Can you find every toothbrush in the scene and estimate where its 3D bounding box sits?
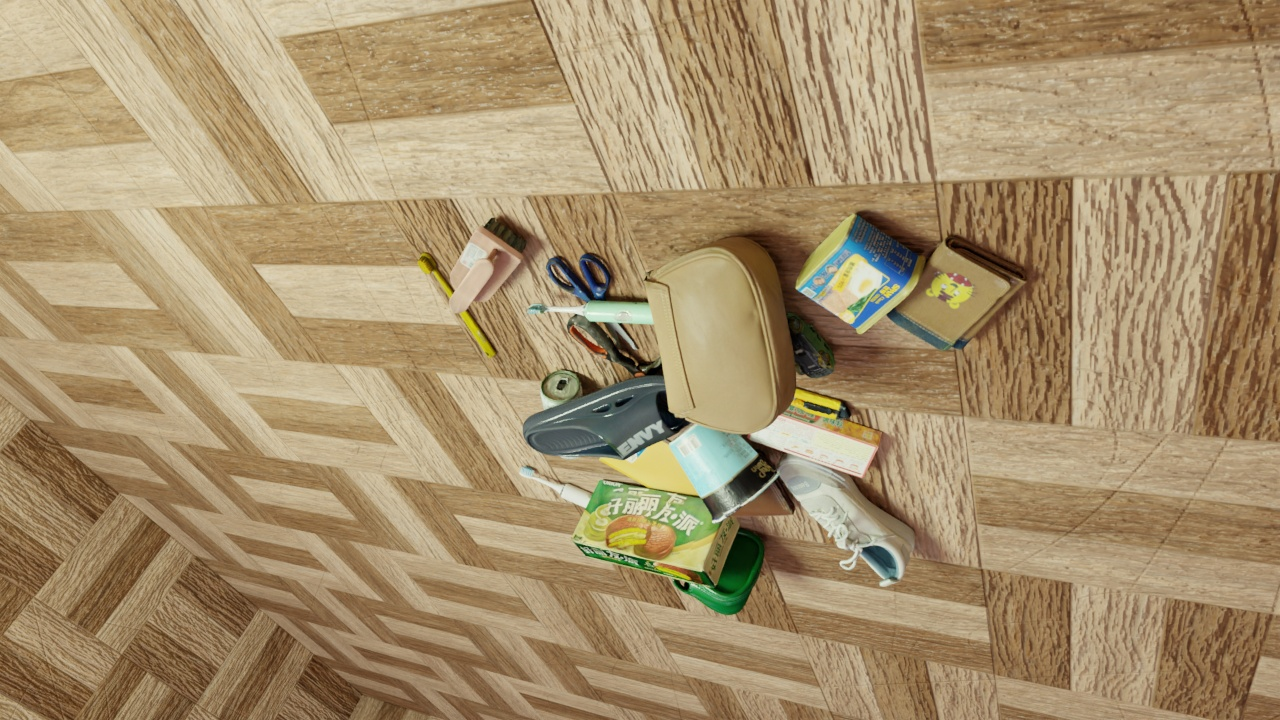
[{"bbox_3d":[-0.248,-0.070,1.243,0.016,0.016,0.190,2,139,31],"label":"toothbrush"},{"bbox_3d":[-0.100,0.227,1.527,0.221,0.026,0.026,23,106,5],"label":"toothbrush"},{"bbox_3d":[-0.032,-0.058,1.097,0.225,0.027,0.026,4,117,20],"label":"toothbrush"}]

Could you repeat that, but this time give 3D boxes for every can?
[{"bbox_3d":[0.213,-0.086,0.902,0.083,0.057,0.102,33,144,-5],"label":"can"},{"bbox_3d":[-0.106,0.079,1.312,0.058,0.058,0.147,15,143,15],"label":"can"}]

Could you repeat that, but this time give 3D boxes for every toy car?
[{"bbox_3d":[0.180,-0.018,1.025,0.091,0.036,0.043,44,143,-21],"label":"toy car"}]

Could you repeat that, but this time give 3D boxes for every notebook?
[{"bbox_3d":[0.050,0.170,1.373,0.206,0.010,0.146,29,145,-5],"label":"notebook"}]

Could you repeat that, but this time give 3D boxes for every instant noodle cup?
[{"bbox_3d":[0.103,0.132,1.200,0.120,0.111,0.111,52,144,5],"label":"instant noodle cup"}]

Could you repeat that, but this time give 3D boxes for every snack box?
[{"bbox_3d":[0.217,0.095,1.157,0.156,0.026,0.077,18,144,10],"label":"snack box"},{"bbox_3d":[0.021,0.262,1.404,0.240,0.114,0.063,6,145,33],"label":"snack box"}]

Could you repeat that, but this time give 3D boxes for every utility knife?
[{"bbox_3d":[0.183,0.046,1.124,0.154,0.015,0.033,16,141,14],"label":"utility knife"}]

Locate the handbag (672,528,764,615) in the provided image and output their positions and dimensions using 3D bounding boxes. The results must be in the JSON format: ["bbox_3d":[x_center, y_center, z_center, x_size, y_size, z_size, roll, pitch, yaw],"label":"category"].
[{"bbox_3d":[0.123,0.317,1.414,0.120,0.131,0.068,20,141,14],"label":"handbag"}]

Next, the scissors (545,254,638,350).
[{"bbox_3d":[-0.060,-0.070,1.132,0.140,0.012,0.171,18,146,7],"label":"scissors"}]

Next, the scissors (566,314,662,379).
[{"bbox_3d":[-0.002,0.006,1.175,0.221,0.021,0.235,31,144,-18],"label":"scissors"}]

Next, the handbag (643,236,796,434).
[{"bbox_3d":[0.088,-0.026,0.984,0.148,0.099,0.204,-4,104,31],"label":"handbag"}]

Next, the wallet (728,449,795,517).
[{"bbox_3d":[0.150,0.178,1.292,0.101,0.032,0.124,-12,127,31],"label":"wallet"}]

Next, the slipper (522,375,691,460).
[{"bbox_3d":[-0.038,0.098,1.218,0.269,0.083,0.110,-16,141,24],"label":"slipper"}]

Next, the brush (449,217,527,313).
[{"bbox_3d":[-0.195,-0.108,1.114,0.063,0.072,0.146,34,146,-13],"label":"brush"}]

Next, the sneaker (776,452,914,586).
[{"bbox_3d":[0.268,0.216,1.227,0.242,0.090,0.090,38,142,-16],"label":"sneaker"}]

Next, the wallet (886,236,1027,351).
[{"bbox_3d":[0.306,-0.062,0.897,0.090,0.033,0.116,27,142,0],"label":"wallet"}]
